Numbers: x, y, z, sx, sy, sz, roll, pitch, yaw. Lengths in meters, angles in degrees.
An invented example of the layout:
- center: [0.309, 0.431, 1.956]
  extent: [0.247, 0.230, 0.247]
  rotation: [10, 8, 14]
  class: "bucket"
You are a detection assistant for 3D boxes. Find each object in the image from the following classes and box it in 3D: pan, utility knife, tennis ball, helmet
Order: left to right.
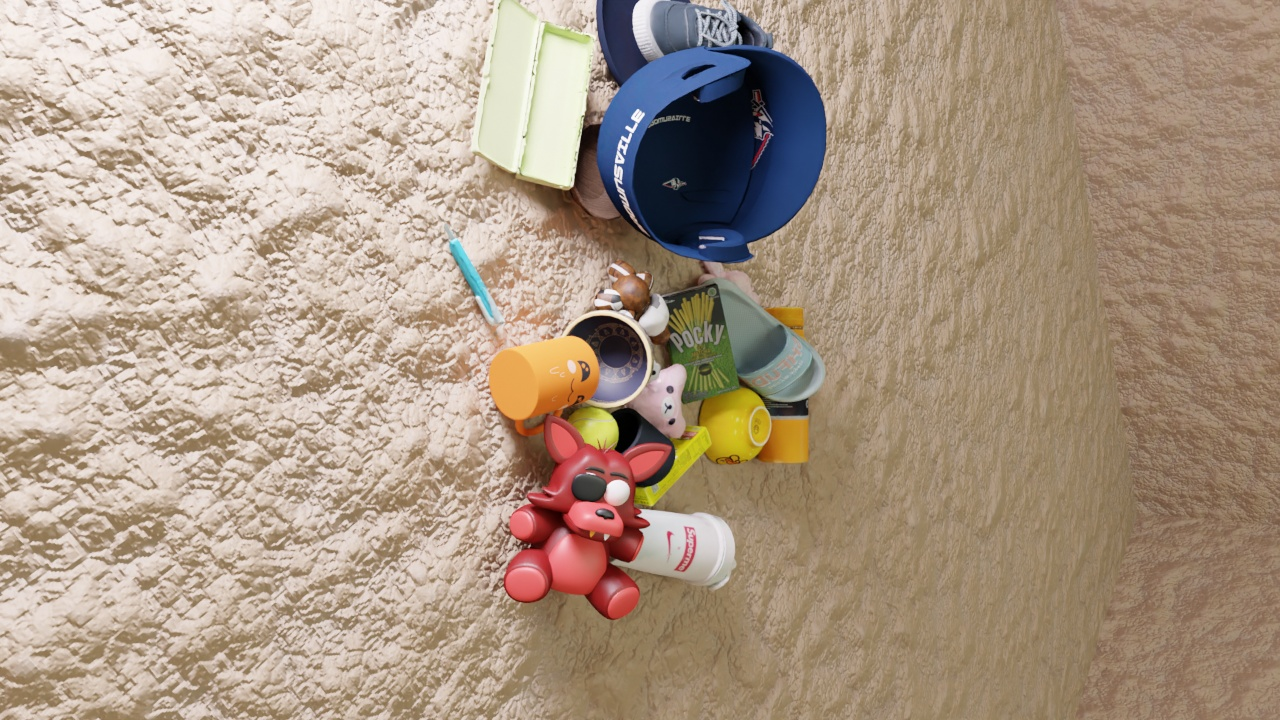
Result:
- center: [-0.177, -0.089, 0.964]
  extent: [0.015, 0.022, 0.124]
  rotation: [-43, 122, -32]
  class: "utility knife"
- center: [-0.058, 0.086, 1.072]
  extent: [0.065, 0.065, 0.065]
  rotation: [0, 90, -50]
  class: "tennis ball"
- center: [0.017, -0.344, 1.190]
  extent: [0.198, 0.021, 0.356]
  rotation: [-11, 98, -49]
  class: "pan"
- center: [0.084, -0.244, 1.054]
  extent: [0.272, 0.223, 0.233]
  rotation: [-9, 117, -8]
  class: "helmet"

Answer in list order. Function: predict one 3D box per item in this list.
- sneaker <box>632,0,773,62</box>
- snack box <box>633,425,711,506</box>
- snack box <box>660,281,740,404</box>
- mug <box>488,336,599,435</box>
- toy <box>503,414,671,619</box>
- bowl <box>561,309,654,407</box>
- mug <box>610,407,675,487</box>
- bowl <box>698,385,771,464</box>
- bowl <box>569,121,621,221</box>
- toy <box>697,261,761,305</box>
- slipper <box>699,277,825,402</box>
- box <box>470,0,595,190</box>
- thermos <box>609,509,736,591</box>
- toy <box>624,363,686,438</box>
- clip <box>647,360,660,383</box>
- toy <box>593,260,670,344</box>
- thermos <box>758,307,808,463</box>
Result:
- center: [0.085, -0.420, 1.186]
  extent: [0.235, 0.088, 0.089]
  rotation: [-14, 101, -49]
  class: "sneaker"
- center: [0.037, 0.136, 1.204]
  extent: [0.147, 0.040, 0.029]
  rotation: [-40, 120, -42]
  class: "snack box"
- center: [0.077, -0.023, 1.225]
  extent: [0.080, 0.025, 0.147]
  rotation: [-15, 106, -4]
  class: "snack box"
- center: [-0.109, 0.033, 1.014]
  extent: [0.095, 0.078, 0.113]
  rotation: [-15, 128, -49]
  class: "mug"
- center: [-0.059, 0.172, 1.008]
  extent: [0.158, 0.120, 0.197]
  rotation: [16, 94, -18]
  class: "toy"
- center: [-0.035, -0.006, 1.077]
  extent: [0.061, 0.112, 0.112]
  rotation: [-40, 123, -72]
  class: "bowl"
- center: [-0.018, 0.120, 1.127]
  extent: [0.105, 0.071, 0.077]
  rotation: [-50, 131, -3]
  class: "mug"
- center: [0.143, 0.092, 1.308]
  extent: [0.117, 0.068, 0.117]
  rotation: [-1, 91, -49]
  class: "bowl"
- center: [-0.054, -0.225, 1.102]
  extent: [0.117, 0.030, 0.118]
  rotation: [0, 90, -50]
  class: "bowl"
- center: [0.122, -0.104, 1.300]
  extent: [0.110, 0.047, 0.063]
  rotation: [38, 60, -30]
  class: "toy"
- center: [0.161, -0.018, 1.279]
  extent: [0.245, 0.104, 0.074]
  rotation: [40, 17, -25]
  class: "slipper"
- center: [-0.120, -0.294, 1.017]
  extent: [0.140, 0.047, 0.187]
  rotation: [13, 80, -40]
  class: "box"
- center: [0.033, 0.236, 1.164]
  extent: [0.220, 0.099, 0.099]
  rotation: [19, 76, -44]
  class: "thermos"
- center: [0.019, 0.057, 1.175]
  extent: [0.095, 0.053, 0.099]
  rotation: [-8, 106, -35]
  class: "toy"
- center: [-0.008, 0.007, 1.137]
  extent: [0.054, 0.040, 0.102]
  rotation: [0, 117, -28]
  class: "clip"
- center: [-0.002, -0.064, 1.146]
  extent: [0.112, 0.067, 0.087]
  rotation: [56, 51, -45]
  class: "toy"
- center: [0.212, 0.036, 1.380]
  extent: [0.091, 0.076, 0.232]
  rotation: [-1, 92, -57]
  class: "thermos"
